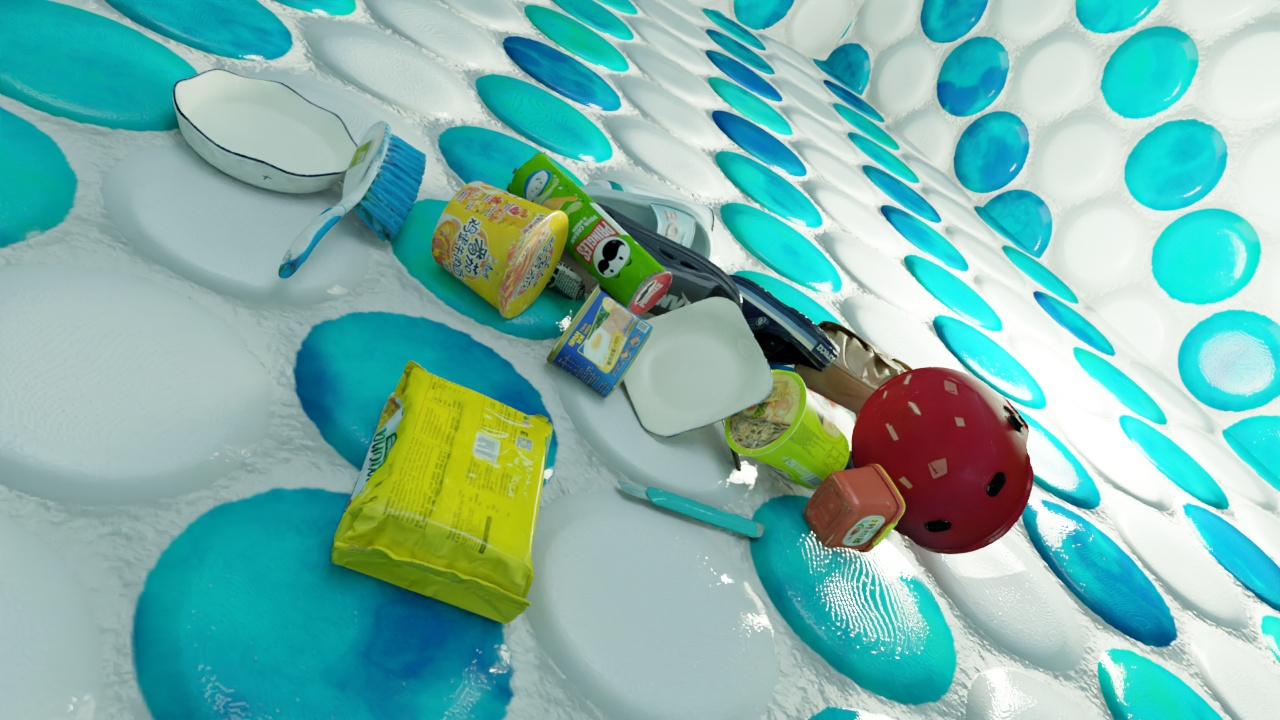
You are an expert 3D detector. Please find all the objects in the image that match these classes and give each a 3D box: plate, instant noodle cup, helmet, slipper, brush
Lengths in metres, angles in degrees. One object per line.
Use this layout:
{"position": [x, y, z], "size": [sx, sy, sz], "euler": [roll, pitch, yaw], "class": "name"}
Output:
{"position": [0.061, 0.010, 1.080], "size": [0.164, 0.034, 0.163], "euler": [-19, 57, -3], "class": "plate"}
{"position": [-0.164, -0.134, 1.054], "size": [0.110, 0.138, 0.137], "euler": [30, 29, 10], "class": "instant noodle cup"}
{"position": [0.344, 0.103, 1.097], "size": [0.144, 0.207, 0.239], "euler": [41, 19, -22], "class": "helmet"}
{"position": [-0.431, -0.261, 1.059], "size": [0.204, 0.046, 0.204], "euler": [24, 31, -16], "class": "plate"}
{"position": [0.178, 0.088, 1.065], "size": [0.123, 0.112, 0.111], "euler": [38, 23, -34], "class": "instant noodle cup"}
{"position": [0.000, -0.183, 1.318], "size": [0.245, 0.104, 0.074], "euler": [14, 32, -23], "class": "slipper"}
{"position": [0.179, -0.038, 1.284], "size": [0.105, 0.095, 0.253], "euler": [43, -2, -35], "class": "slipper"}
{"position": [0.005, -0.109, 1.225], "size": [0.268, 0.111, 0.083], "euler": [33, 45, 9], "class": "slipper"}
{"position": [-0.310, -0.165, 1.004], "size": [0.109, 0.061, 0.313], "euler": [50, 29, -39], "class": "brush"}

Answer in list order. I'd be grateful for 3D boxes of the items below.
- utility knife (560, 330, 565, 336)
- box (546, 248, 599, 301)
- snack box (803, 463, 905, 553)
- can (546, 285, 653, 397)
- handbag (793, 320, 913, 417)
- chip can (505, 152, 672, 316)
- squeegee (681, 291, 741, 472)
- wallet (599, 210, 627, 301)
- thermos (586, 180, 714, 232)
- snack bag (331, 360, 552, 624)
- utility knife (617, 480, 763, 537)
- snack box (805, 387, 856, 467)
{"position": [-0.007, 0.006, 1.111], "size": [0.202, 0.015, 0.033], "euler": [25, 53, -17], "class": "utility knife"}
{"position": [-0.121, -0.143, 1.158], "size": [0.162, 0.075, 0.086], "euler": [41, -1, 5], "class": "box"}
{"position": [0.239, 0.167, 1.044], "size": [0.080, 0.091, 0.082], "euler": [5, 40, -30], "class": "snack box"}
{"position": [-0.044, -0.020, 1.042], "size": [0.083, 0.057, 0.101], "euler": [35, 61, -4], "class": "can"}
{"position": [0.323, 0.022, 1.328], "size": [0.204, 0.100, 0.147], "euler": [28, 27, -16], "class": "handbag"}
{"position": [-0.064, -0.156, 1.123], "size": [0.236, 0.072, 0.072], "euler": [46, 32, 18], "class": "chip can"}
{"position": [0.159, 0.048, 1.192], "size": [0.249, 0.040, 0.247], "euler": [13, 51, -41], "class": "squeegee"}
{"position": [-0.039, -0.122, 1.187], "size": [0.019, 0.097, 0.121], "euler": [-2, 46, -44], "class": "wallet"}
{"position": [0.012, -0.235, 1.437], "size": [0.223, 0.073, 0.073], "euler": [7, 39, -38], "class": "thermos"}
{"position": [-0.152, 0.100, 0.777], "size": [0.158, 0.068, 0.246], "euler": [25, 29, -16], "class": "snack bag"}
{"position": [0.056, 0.155, 0.954], "size": [0.182, 0.013, 0.029], "euler": [22, 28, -22], "class": "utility knife"}
{"position": [0.228, 0.080, 1.186], "size": [0.155, 0.027, 0.076], "euler": [25, 42, -33], "class": "snack box"}
